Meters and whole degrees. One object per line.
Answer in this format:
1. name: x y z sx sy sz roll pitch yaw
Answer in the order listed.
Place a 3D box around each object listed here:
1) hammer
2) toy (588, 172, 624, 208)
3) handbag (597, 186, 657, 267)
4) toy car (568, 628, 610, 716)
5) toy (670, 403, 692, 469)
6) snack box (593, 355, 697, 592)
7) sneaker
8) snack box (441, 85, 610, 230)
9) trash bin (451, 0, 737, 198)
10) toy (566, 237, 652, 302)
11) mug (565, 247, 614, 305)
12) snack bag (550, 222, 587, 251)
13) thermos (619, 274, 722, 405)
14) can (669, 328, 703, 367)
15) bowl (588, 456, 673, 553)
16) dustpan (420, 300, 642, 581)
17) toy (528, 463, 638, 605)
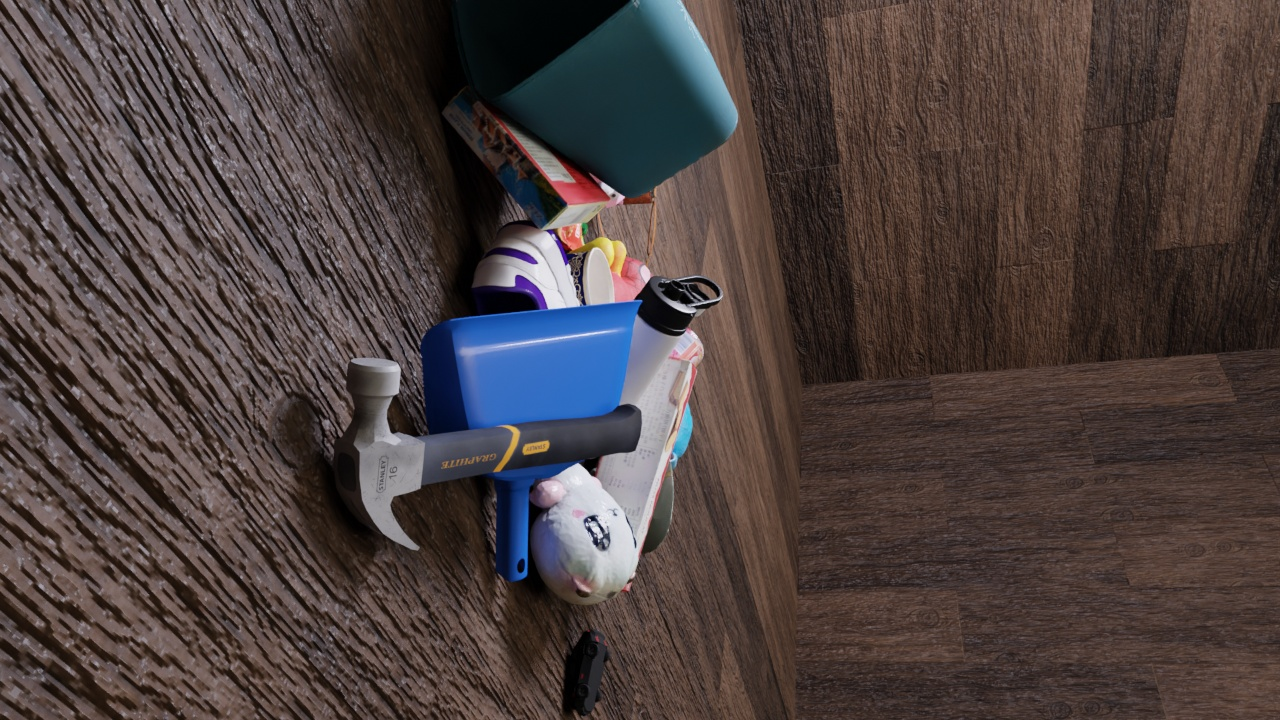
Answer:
1. hammer: -0.102 0.063 0.737 0.311 0.035 0.139 -4 104 -52
2. toy: -0.050 -0.277 1.168 0.123 0.067 0.158 -83 166 -61
3. handbag: -0.022 -0.182 1.242 0.043 0.094 0.196 -23 113 -67
4. toy car: -0.061 0.346 1.022 0.042 0.036 0.091 54 44 -58
5. toy: 0.008 0.048 1.278 0.223 0.099 0.191 -86 153 -54
6. snack box: -0.010 0.124 1.058 0.044 0.077 0.272 43 62 -65
7. sneaker: -0.103 -0.005 0.892 0.110 0.092 0.244 -63 147 -50
8. snack box: -0.106 -0.196 0.891 0.145 0.040 0.142 49 19 1
9. trash bin: -0.031 -0.292 0.888 0.218 0.199 0.196 35 32 -51
10. toy: -0.039 -0.069 1.116 0.216 0.099 0.147 19 79 -72
11. mug: -0.080 -0.060 0.976 0.085 0.089 0.112 -73 153 -54
12. snack bag: -0.088 -0.167 1.096 0.155 0.044 0.087 9 68 -80
13. thermos: -0.006 0.006 0.999 0.101 0.230 0.068 -5 47 -50
14. can: 0.022 0.011 1.169 0.124 0.067 0.067 -45 134 -35
15. bowl: -0.028 0.154 1.124 0.174 0.067 0.174 -2 -92 62
16. dustpan: -0.097 0.078 0.822 0.245 0.060 0.258 -11 106 -51
17. toy: -0.069 0.168 0.962 0.138 0.102 0.179 11 55 -61
